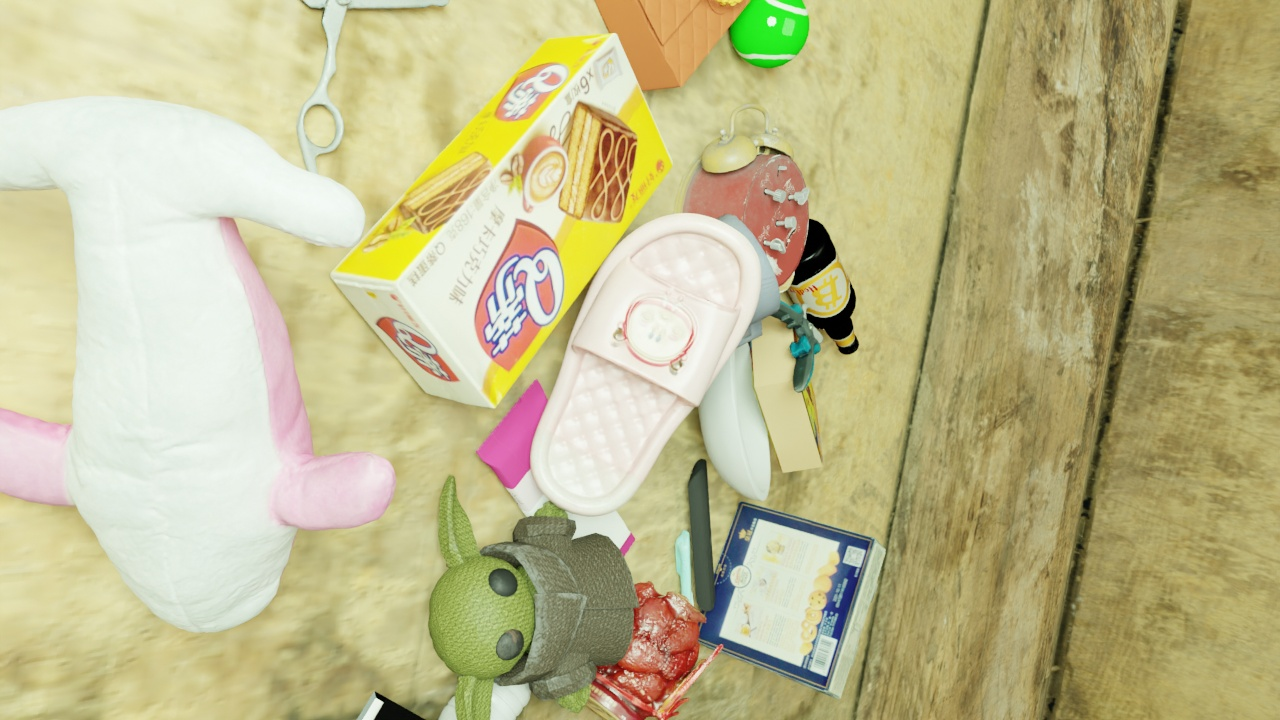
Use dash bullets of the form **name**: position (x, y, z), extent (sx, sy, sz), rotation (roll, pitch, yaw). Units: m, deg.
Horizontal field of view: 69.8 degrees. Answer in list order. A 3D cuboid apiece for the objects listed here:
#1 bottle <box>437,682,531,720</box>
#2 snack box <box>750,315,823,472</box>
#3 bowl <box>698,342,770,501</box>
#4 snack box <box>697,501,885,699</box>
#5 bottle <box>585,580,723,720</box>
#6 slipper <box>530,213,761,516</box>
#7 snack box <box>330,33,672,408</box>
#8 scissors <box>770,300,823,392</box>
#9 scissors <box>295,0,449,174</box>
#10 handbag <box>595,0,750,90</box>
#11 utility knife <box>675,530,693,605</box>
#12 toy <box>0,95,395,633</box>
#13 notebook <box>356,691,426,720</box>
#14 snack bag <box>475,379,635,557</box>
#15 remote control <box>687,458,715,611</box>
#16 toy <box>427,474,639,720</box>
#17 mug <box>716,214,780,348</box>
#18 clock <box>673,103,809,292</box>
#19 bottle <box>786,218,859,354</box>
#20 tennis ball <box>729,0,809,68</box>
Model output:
- **bottle**: position (-0.115, 0.248, 0.622), extent (0.135, 0.044, 0.044), rotation (-50, 134, -33)
- **snack box**: position (0.137, 0.030, 0.861), extent (0.088, 0.040, 0.126), rotation (-87, 160, -44)
- **bowl**: position (0.078, 0.050, 0.802), extent (0.149, 0.043, 0.149), rotation (-9, 90, -74)
- **snack box**: position (0.139, 0.221, 0.864), extent (0.042, 0.145, 0.144), rotation (41, 66, -51)
- **bottle**: position (0.006, 0.240, 0.738), extent (0.111, 0.099, 0.099), rotation (-52, 136, -25)
- **slipper**: position (-0.004, 0.004, 0.611), extent (0.222, 0.107, 0.055), rotation (-61, 178, 8)
- **snack box**: position (-0.074, -0.091, 0.574), extent (0.229, 0.062, 0.110), rotation (-57, 138, -28)
- **scissors**: position (0.131, -0.027, 0.789), extent (0.124, 0.019, 0.154), rotation (50, 28, -29)
- **scissors**: position (-0.163, -0.175, 0.476), extent (0.141, 0.014, 0.175), rotation (8, 94, -50)
- **handbag**: position (0.038, -0.296, 0.673), extent (0.171, 0.060, 0.109), rotation (-56, 134, -27)
- **utility knife**: position (0.042, 0.236, 0.852), extent (0.022, 0.015, 0.165), rotation (-75, 163, -70)
- **toy**: position (-0.193, 0.005, 0.401), extent (0.127, 0.186, 0.266), rotation (-92, -169, -53)
- **notebook**: position (-0.162, 0.314, 0.526), extent (0.206, 0.016, 0.149), rotation (-60, 138, -24)
- **snack bag**: position (-0.057, 0.104, 0.684), extent (0.070, 0.016, 0.197), rotation (-52, 136, -27)
- **remote control**: position (0.056, 0.160, 0.838), extent (0.033, 0.015, 0.147), rotation (-62, 150, -66)
- **toy**: position (-0.068, 0.165, 0.611), extent (0.152, 0.078, 0.179), rotation (6, 70, -47)
- **mug**: position (0.041, -0.037, 0.699), extent (0.104, 0.084, 0.124), rotation (-29, 144, -11)
- **clock**: position (0.095, -0.133, 0.767), extent (0.116, 0.081, 0.159), rotation (-19, 114, -49)
- **bottle**: position (0.185, -0.063, 0.922), extent (0.181, 0.059, 0.059), rotation (51, 59, -46)
- **tennis ball**: position (0.107, -0.276, 0.759), extent (0.065, 0.065, 0.065), rotation (-17, 113, -50)
